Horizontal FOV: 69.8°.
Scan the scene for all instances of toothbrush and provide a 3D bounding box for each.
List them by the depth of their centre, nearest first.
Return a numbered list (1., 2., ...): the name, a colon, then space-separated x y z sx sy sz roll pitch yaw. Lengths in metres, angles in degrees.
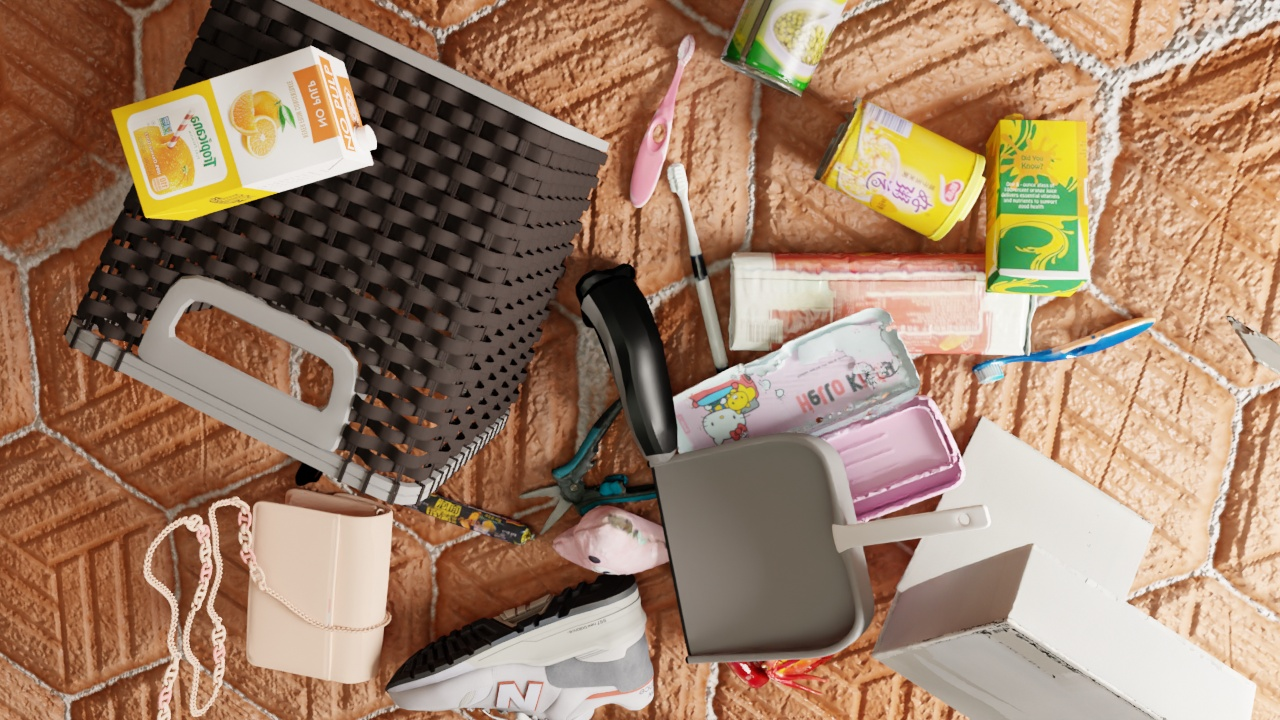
1. toothbrush: 0.322 -0.008 0.696 0.135 0.021 0.017 -17 59 12
2. toothbrush: 0.017 -0.182 0.702 0.021 0.016 0.135 19 105 4
3. toothbrush: 0.047 -0.063 0.725 0.012 0.017 0.187 -8 103 30

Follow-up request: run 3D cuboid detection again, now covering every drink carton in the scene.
1. drink carton: -0.210 -0.121 0.496 0.122 0.040 0.058 -15 95 7
2. drink carton: 0.278 -0.110 0.646 0.058 0.041 0.122 3 78 8

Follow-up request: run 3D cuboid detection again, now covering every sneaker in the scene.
1. sneaker: -0.092 0.281 0.788 0.240 0.088 0.124 -24 95 10

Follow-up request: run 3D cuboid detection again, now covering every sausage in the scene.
1. sausage: -0.165 0.131 0.800 0.155 0.020 0.020 19 105 4

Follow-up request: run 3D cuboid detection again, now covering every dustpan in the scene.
1. dustpan: 0.123 0.130 0.665 0.258 0.033 0.163 -16 81 30

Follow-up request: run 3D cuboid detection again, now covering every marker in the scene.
1. marker: -0.263 0.057 0.801 0.022 0.016 0.139 28 107 -31

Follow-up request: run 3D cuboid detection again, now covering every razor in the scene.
1. razor: -0.004 0.004 0.717 0.060 0.057 0.156 -34 77 51

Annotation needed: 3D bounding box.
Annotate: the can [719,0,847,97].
1. can: 0.110 -0.255 0.645 0.067 0.067 0.121 25 105 2

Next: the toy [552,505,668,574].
1. toy: -0.028 0.151 0.762 0.096 0.099 0.052 -17 58 32

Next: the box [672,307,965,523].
1. box: 0.130 0.061 0.713 0.202 0.041 0.153 -25 91 25

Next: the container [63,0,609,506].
1. container: -0.181 -0.090 0.639 0.247 0.245 0.244 26 102 2

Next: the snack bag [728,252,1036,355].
1. snack bag: 0.180 -0.045 0.699 0.225 0.041 0.077 1 103 7

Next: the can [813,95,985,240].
1. can: 0.187 -0.138 0.662 0.105 0.067 0.068 27 105 2

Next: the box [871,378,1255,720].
1. box: 0.295 0.154 0.729 0.167 0.445 0.165 33 112 0

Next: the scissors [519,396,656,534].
1. scissors: -0.036 0.088 0.771 0.148 0.019 0.118 -6 102 11

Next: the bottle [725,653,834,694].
1. bottle: 0.119 0.210 0.737 0.111 0.098 0.099 -40 95 12

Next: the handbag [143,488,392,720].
1. handbag: -0.290 0.215 0.750 0.117 0.187 0.199 9 99 13
